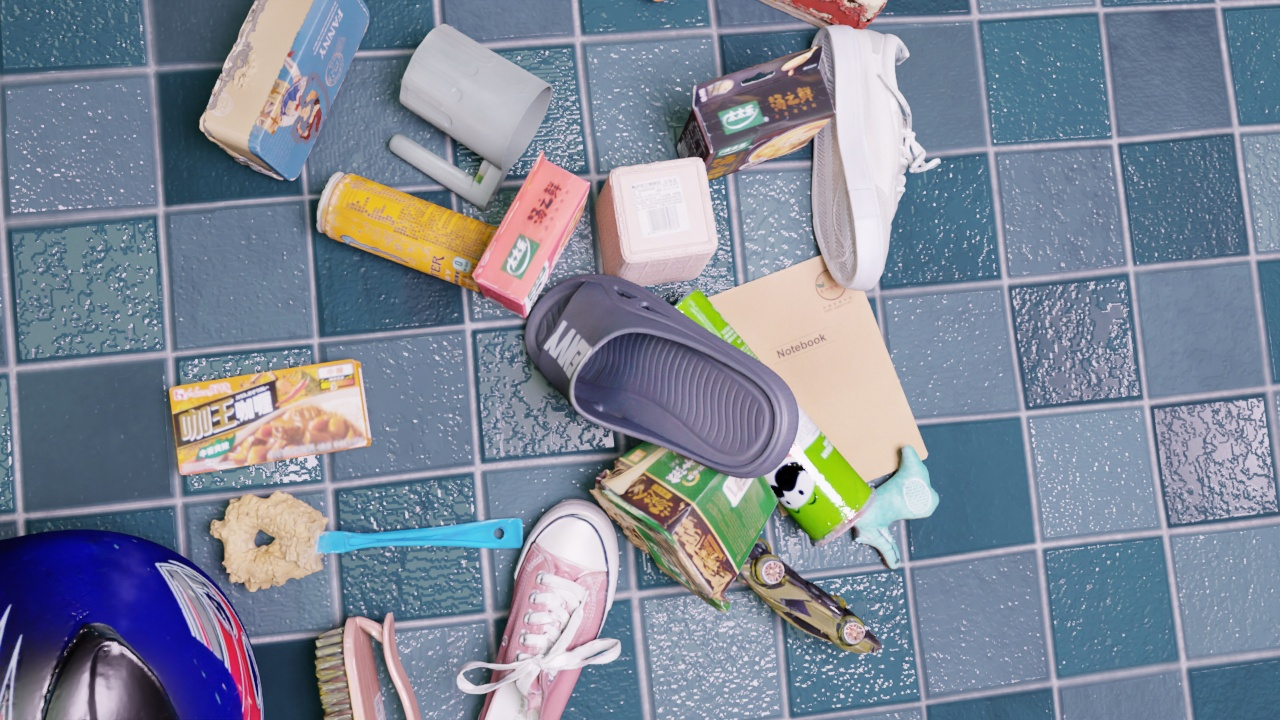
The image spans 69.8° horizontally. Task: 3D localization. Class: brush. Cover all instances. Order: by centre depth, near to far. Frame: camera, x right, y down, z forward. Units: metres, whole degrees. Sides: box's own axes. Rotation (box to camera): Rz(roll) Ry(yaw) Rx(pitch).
[{"bbox_3d":[-0.221,0.282,0.750,0.073,0.063,0.145,-10,86,-2],"label":"brush"},{"bbox_3d":[-0.227,0.149,0.773,0.254,0.046,0.083,0,82,-9],"label":"brush"}]

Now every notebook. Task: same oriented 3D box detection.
[{"bbox_3d":[0.157,0.017,0.829,0.147,0.008,0.207,-21,89,-6],"label":"notebook"}]

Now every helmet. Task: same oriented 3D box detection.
[{"bbox_3d":[-0.392,0.275,0.644,0.239,0.248,0.315,-9,83,-40],"label":"helmet"}]

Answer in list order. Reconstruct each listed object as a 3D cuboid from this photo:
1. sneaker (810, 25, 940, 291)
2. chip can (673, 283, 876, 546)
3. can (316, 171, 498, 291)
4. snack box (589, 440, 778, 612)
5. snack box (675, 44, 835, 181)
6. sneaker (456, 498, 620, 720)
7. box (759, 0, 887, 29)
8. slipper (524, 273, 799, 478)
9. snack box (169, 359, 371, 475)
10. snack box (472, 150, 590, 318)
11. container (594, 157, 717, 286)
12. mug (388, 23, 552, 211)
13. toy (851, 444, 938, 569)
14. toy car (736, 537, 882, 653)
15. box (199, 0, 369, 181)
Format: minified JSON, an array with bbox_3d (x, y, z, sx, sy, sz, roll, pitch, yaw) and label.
[{"bbox_3d":[0.206,-0.178,0.812,0.090,0.090,0.242,0,80,-10],"label":"sneaker"},{"bbox_3d":[0.098,0.045,0.782,0.072,0.072,0.236,-40,90,-7],"label":"chip can"},{"bbox_3d":[-0.194,-0.109,0.778,0.146,0.058,0.058,20,85,-4],"label":"can"},{"bbox_3d":[0.044,0.114,0.750,0.105,0.118,0.118,-46,130,-16],"label":"snack box"},{"bbox_3d":[0.095,-0.203,0.777,0.113,0.126,0.053,-20,88,-7],"label":"snack box"},{"bbox_3d":[-0.079,0.234,0.753,0.118,0.088,0.241,20,86,-4],"label":"sneaker"},{"bbox_3d":[0.145,-0.365,0.815,0.168,0.080,0.091,22,84,-3],"label":"box"},{"bbox_3d":[-0.004,0.004,0.712,0.268,0.083,0.111,28,101,34],"label":"slipper"},{"bbox_3d":[-0.310,0.047,0.774,0.153,0.026,0.075,-9,87,-6],"label":"snack box"},{"bbox_3d":[-0.087,-0.098,0.753,0.044,0.127,0.113,28,85,-3],"label":"snack box"},{"bbox_3d":[0.013,-0.116,0.772,0.090,0.111,0.090,-9,87,-6],"label":"container"},{"bbox_3d":[-0.149,-0.207,0.785,0.103,0.083,0.124,32,109,-2],"label":"mug"},{"bbox_3d":[0.224,0.135,0.820,0.092,0.030,0.096,-27,97,-2],"label":"toy"},{"bbox_3d":[0.137,0.203,0.785,0.158,0.070,0.042,35,92,-1],"label":"toy car"},{"bbox_3d":[-0.289,-0.247,0.763,0.059,0.090,0.184,24,86,3],"label":"box"}]
